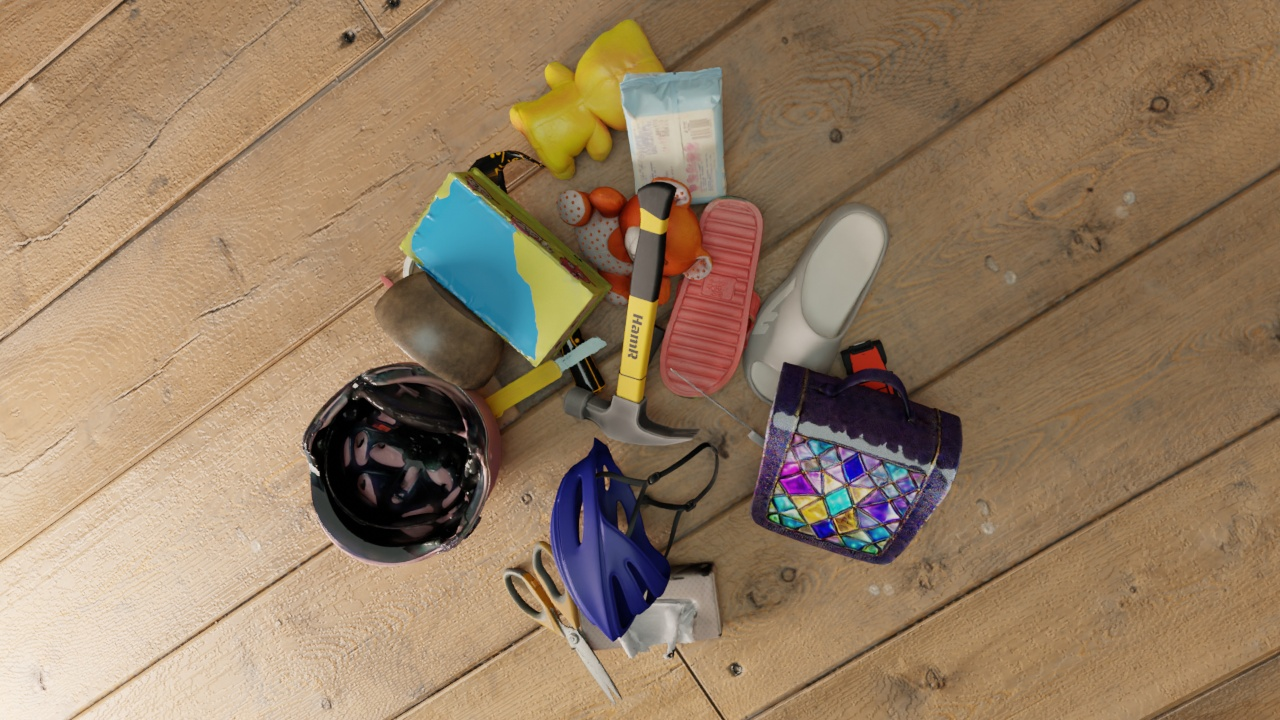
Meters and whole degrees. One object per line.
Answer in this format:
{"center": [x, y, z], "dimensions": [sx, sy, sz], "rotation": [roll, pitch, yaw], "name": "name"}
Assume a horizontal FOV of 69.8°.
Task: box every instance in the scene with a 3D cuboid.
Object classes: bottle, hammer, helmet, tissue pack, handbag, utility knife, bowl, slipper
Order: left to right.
{"center": [-0.285, 0.121, 1.135], "dimensions": [0.230, 0.152, 0.255], "rotation": [25, 100, 1], "name": "helmet"}
{"center": [-0.230, -0.044, 1.096], "dimensions": [0.162, 0.162, 0.070], "rotation": [41, 100, 1], "name": "bowl"}
{"center": [-0.128, 0.025, 1.146], "dimensions": [0.219, 0.019, 0.030], "rotation": [-29, 102, 30], "name": "utility knife"}
{"center": [-0.119, -0.102, 1.124], "dimensions": [0.123, 0.036, 0.320], "rotation": [-21, 101, 18], "name": "hammer"}
{"center": [-0.007, 0.007, 1.149], "dimensions": [0.030, 0.030, 0.113], "rotation": [28, 99, 3], "name": "bottle"}
{"center": [0.001, 0.194, 1.095], "dimensions": [0.228, 0.148, 0.241], "rotation": [-24, 60, 13], "name": "helmet"}
{"center": [0.004, -0.044, 1.033], "dimensions": [0.170, 0.034, 0.325], "rotation": [19, 121, 20], "name": "hammer"}
{"center": [0.012, 0.321, 1.167], "dimensions": [0.181, 0.071, 0.104], "rotation": [-7, 94, 4], "name": "tissue pack"}
{"center": [0.042, -0.251, 1.059], "dimensions": [0.112, 0.182, 0.069], "rotation": [-5, 54, 4], "name": "tissue pack"}
{"center": [0.092, -0.073, 1.111], "dimensions": [0.103, 0.059, 0.249], "rotation": [17, 100, 11], "name": "slipper"}
{"center": [0.211, -0.063, 1.088], "dimensions": [0.113, 0.080, 0.266], "rotation": [30, 99, 0], "name": "slipper"}
{"center": [0.237, 0.103, 1.044], "dimensions": [0.205, 0.125, 0.223], "rotation": [18, 127, 5], "name": "handbag"}

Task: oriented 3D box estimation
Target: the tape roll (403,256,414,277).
{"center": [-0.258, -0.110, 1.176], "dimensions": [0.093, 0.013, 0.093], "rotation": [1, 97, 8], "name": "tape roll"}

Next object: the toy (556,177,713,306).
{"center": [-0.005, -0.140, 1.071], "dimensions": [0.173, 0.092, 0.164], "rotation": [-3, 122, 39], "name": "toy"}

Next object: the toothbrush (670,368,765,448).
{"center": [0.096, 0.060, 1.107], "dimensions": [0.181, 0.010, 0.010], "rotation": [37, 101, -29], "name": "toothbrush"}

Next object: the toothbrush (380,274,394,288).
{"center": [-0.272, -0.045, 1.185], "dimensions": [0.184, 0.015, 0.015], "rotation": [45, 107, 2], "name": "toothbrush"}

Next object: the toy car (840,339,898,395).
{"center": [0.280, 0.027, 1.105], "dimensions": [0.051, 0.048, 0.100], "rotation": [-18, 94, 9], "name": "toy car"}

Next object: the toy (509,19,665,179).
{"center": [-0.062, -0.313, 1.093], "dimensions": [0.194, 0.087, 0.134], "rotation": [-30, 88, 10], "name": "toy"}

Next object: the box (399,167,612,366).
{"center": [-0.158, -0.111, 1.075], "dimensions": [0.221, 0.081, 0.125], "rotation": [40, 108, 4], "name": "box"}

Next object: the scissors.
{"center": [-0.099, 0.345, 1.174], "dimensions": [0.134, 0.016, 0.228], "rotation": [-33, 82, 33], "name": "scissors"}
